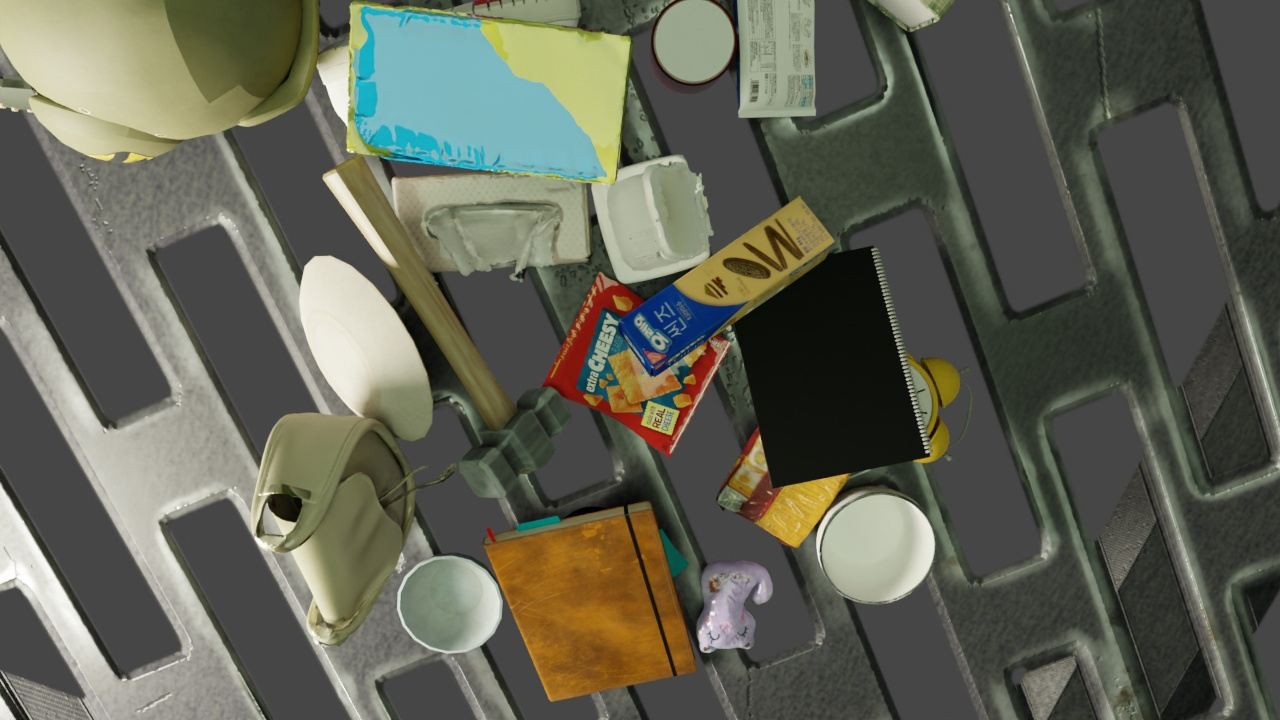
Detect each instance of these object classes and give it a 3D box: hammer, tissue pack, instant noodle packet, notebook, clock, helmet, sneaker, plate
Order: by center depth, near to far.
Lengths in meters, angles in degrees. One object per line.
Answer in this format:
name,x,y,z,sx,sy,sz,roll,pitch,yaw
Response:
helmet,-0.369,-0.280,0.714,0.233,0.255,0.250,5,103,2
hammer,-0.175,-0.030,0.816,0.051,0.117,0.323,-7,121,41
sneaker,-0.160,-0.257,0.822,0.236,0.090,0.104,-16,117,-1
instant noodle packet,0.122,-0.288,0.823,0.087,0.026,0.134,-9,103,-28
plate,-0.259,-0.003,0.833,0.027,0.189,0.189,-35,103,-37
tissue pack,-0.136,-0.126,0.855,0.181,0.071,0.104,-3,101,-3
notebook,0.174,0.004,0.861,0.149,0.016,0.206,-12,76,3
clock,0.245,0.044,0.895,0.152,0.052,0.113,7,102,2
instant noodle packet,0.141,0.116,0.898,0.098,0.039,0.136,32,117,7
notebook,-0.037,0.238,0.908,0.178,0.014,0.249,-13,122,3

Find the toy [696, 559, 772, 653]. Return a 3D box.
toy,0.097,0.254,0.946,0.080,0.036,0.100,-2,101,-4

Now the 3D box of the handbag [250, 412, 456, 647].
handbag,-0.248,0.138,0.816,0.132,0.183,0.229,2,139,2

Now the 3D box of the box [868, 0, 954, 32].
box,0.179,-0.364,0.779,0.205,0.117,0.050,37,104,-5

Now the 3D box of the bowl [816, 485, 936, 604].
bowl,0.229,0.176,0.914,0.116,0.065,0.116,0,101,0

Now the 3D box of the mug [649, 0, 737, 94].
mug,0.046,-0.293,0.808,0.073,0.082,0.106,2,102,0

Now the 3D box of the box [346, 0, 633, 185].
box,-0.121,-0.216,0.745,0.221,0.082,0.124,5,106,0

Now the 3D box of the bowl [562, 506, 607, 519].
bowl,-0.048,0.184,0.916,0.124,0.052,0.124,-2,122,-4

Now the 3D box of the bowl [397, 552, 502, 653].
bowl,-0.192,0.242,0.942,0.106,0.039,0.106,0,102,0

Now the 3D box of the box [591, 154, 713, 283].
box,0.013,-0.125,0.821,0.103,0.130,0.110,-14,103,4

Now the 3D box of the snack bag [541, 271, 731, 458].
snack bag,-0.005,0.005,0.892,0.144,0.039,0.131,28,101,3

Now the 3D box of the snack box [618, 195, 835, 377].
snack box,0.078,-0.066,0.844,0.206,0.057,0.056,-35,81,-4
